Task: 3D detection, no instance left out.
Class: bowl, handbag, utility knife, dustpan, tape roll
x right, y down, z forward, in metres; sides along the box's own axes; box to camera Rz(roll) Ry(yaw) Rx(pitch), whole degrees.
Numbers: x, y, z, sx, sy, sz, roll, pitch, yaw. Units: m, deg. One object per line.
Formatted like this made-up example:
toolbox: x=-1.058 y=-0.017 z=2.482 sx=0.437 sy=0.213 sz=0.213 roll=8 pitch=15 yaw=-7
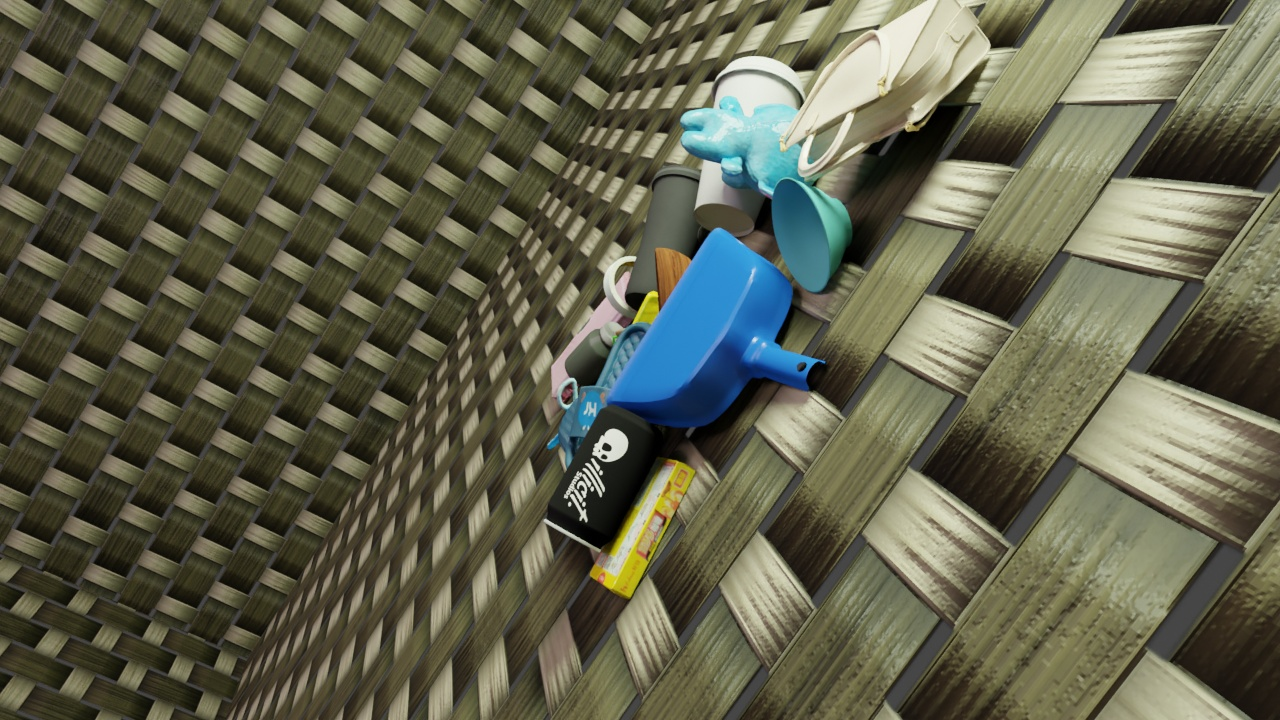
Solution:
bowl: x=0.183 y=-0.134 z=0.942 sx=0.046 sy=0.121 sz=0.121 roll=-19 pitch=13 yaw=-12
handbag: x=0.226 y=-0.253 z=0.928 sx=0.197 sy=0.101 sz=0.195 roll=-52 pitch=16 yaw=-23
utility knife: x=-0.018 y=-0.010 z=1.296 sx=0.198 sy=0.029 sz=0.020 roll=-62 pitch=4 yaw=22
dustpan: x=0.095 y=-0.019 z=0.954 sx=0.245 sy=0.059 sz=0.258 roll=-58 pitch=25 yaw=-5
tape roll: x=-0.010 y=-0.109 z=1.368 sx=0.019 sy=0.094 sz=0.093 roll=-31 pitch=32 yaw=54
bowl: x=0.058 y=-0.068 z=1.136 sx=0.147 sy=0.069 sz=0.147 roll=18 pitch=-113 yaw=-90

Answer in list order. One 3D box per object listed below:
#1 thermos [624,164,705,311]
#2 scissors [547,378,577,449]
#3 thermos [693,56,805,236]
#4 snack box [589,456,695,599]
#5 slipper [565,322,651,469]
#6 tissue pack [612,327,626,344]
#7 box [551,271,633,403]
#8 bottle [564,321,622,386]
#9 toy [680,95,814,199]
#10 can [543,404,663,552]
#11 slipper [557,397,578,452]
thermos: x=0.043 y=-0.175 z=1.342 sx=0.106 sy=0.105 sz=0.218 roll=-24 pitch=43 yaw=60
scissors: x=-0.085 y=0.077 z=1.268 sx=0.125 sy=0.125 sz=0.016 roll=-43 pitch=25 yaw=-1
thermos: x=0.139 y=-0.283 z=1.235 sx=0.132 sy=0.131 sz=0.221 roll=-22 pitch=48 yaw=61
snack box: x=0.001 y=0.177 z=0.988 sx=0.152 sy=0.025 sz=0.075 roll=-61 pitch=18 yaw=-11
slipper: x=-0.040 y=0.045 z=1.101 sx=0.104 sy=0.059 sz=0.213 roll=-4 pitch=59 yaw=51
tissue pack: x=-0.007 y=0.007 z=1.212 sx=0.114 sy=0.034 sz=0.099 roll=170 pitch=100 yaw=-67
box: x=-0.071 y=-0.034 z=1.511 sx=0.233 sy=0.041 sz=0.098 roll=-50 pitch=27 yaw=23
bottle: x=-0.068 y=-0.011 z=1.416 sx=0.109 sy=0.060 sz=0.060 roll=-45 pitch=22 yaw=36
toy: x=0.133 y=-0.251 z=1.115 sx=0.115 sy=0.180 sz=0.183 roll=107 pitch=167 yaw=-56
can: x=-0.039 y=0.127 z=0.999 sx=0.146 sy=0.080 sz=0.080 roll=-61 pitch=18 yaw=-10
slipper: x=-0.045 y=0.109 z=1.169 sx=0.104 sy=0.059 sz=0.214 roll=-62 pitch=32 yaw=1
